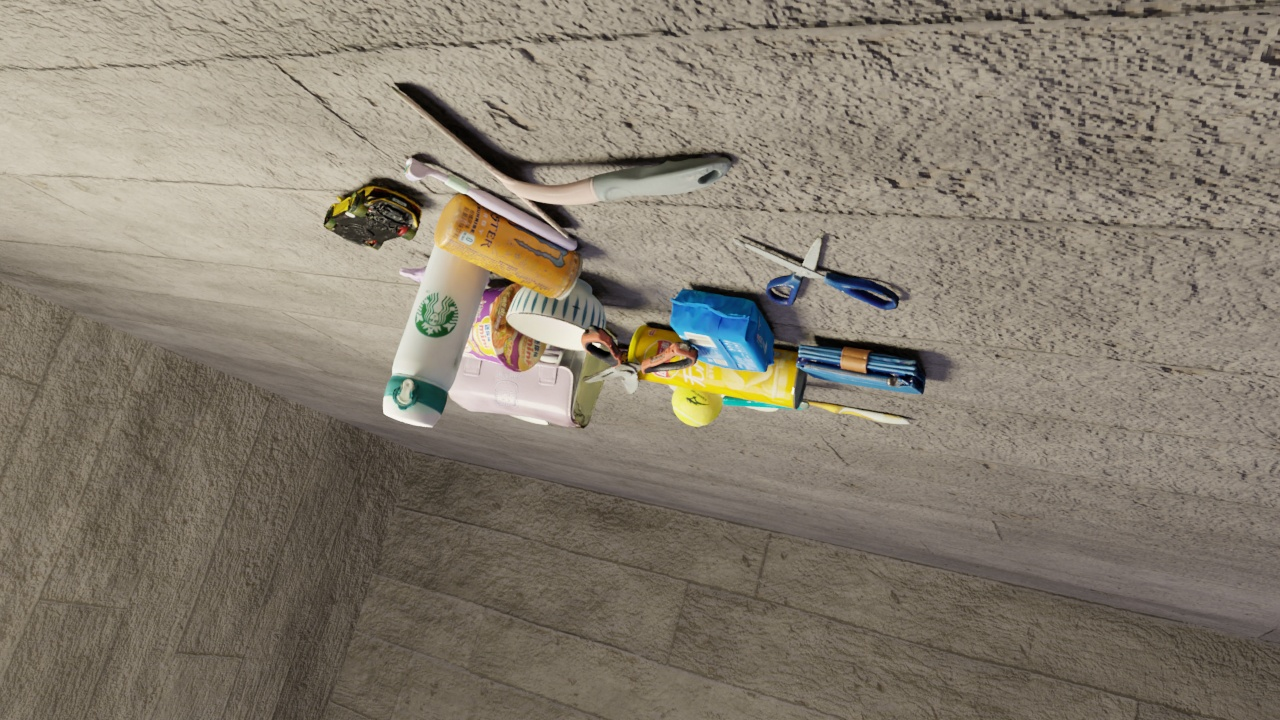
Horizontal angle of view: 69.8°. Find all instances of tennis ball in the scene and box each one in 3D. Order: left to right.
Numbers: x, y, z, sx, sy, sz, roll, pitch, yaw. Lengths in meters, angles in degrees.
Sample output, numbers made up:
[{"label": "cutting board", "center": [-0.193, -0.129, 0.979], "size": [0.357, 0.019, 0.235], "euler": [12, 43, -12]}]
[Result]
[{"label": "tennis ball", "center": [0.074, 0.053, 1.196], "size": [0.065, 0.065, 0.065], "euler": [15, 166, 4]}]

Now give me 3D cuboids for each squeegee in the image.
[{"label": "squeegee", "center": [-0.041, -0.147, 0.752], "size": [0.250, 0.040, 0.247], "euler": [6, 162, 32]}]

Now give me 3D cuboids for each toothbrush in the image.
[{"label": "toothbrush", "center": [-0.140, -0.147, 0.892], "size": [0.189, 0.021, 0.029], "euler": [23, -154, -32]}, {"label": "toothbrush", "center": [0.279, 0.072, 1.283], "size": [0.191, 0.018, 0.016], "euler": [10, 167, 22]}]

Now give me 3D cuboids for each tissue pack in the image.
[{"label": "tissue pack", "center": [0.095, -0.032, 1.016], "size": [0.095, 0.052, 0.157], "euler": [12, 165, 23]}]

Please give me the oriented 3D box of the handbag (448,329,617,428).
[{"label": "handbag", "center": [-0.150, 0.007, 1.241], "size": [0.197, 0.144, 0.098], "euler": [8, 167, 25]}]

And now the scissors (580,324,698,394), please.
[{"label": "scissors", "center": [-0.012, 0.004, 1.076], "size": [0.189, 0.015, 0.227], "euler": [1, 159, 24]}]

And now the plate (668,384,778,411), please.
[{"label": "plate", "center": [0.107, 0.023, 1.249], "size": [0.164, 0.034, 0.164], "euler": [11, 164, 19]}]

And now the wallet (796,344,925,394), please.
[{"label": "wallet", "center": [0.251, 0.010, 1.040], "size": [0.133, 0.040, 0.106], "euler": [9, 173, 25]}]

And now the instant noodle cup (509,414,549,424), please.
[{"label": "instant noodle cup", "center": [-0.154, 0.027, 1.361], "size": [0.112, 0.123, 0.112], "euler": [15, 166, 4]}]

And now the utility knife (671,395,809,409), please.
[{"label": "utility knife", "center": [0.132, 0.055, 1.241], "size": [0.223, 0.013, 0.029], "euler": [1, 162, 39]}]

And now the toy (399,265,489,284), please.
[{"label": "toy", "center": [-0.231, -0.103, 1.118], "size": [0.108, 0.039, 0.083], "euler": [3, 172, 42]}]

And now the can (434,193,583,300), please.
[{"label": "can", "center": [-0.134, -0.114, 0.935], "size": [0.146, 0.058, 0.058], "euler": [23, 164, -29]}]

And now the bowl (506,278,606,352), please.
[{"label": "bowl", "center": [-0.093, -0.061, 1.075], "size": [0.116, 0.066, 0.116], "euler": [14, 165, 4]}]

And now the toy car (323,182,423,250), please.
[{"label": "toy car", "center": [-0.290, -0.154, 0.983], "size": [0.071, 0.041, 0.156], "euler": [25, 161, -33]}]

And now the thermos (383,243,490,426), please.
[{"label": "thermos", "center": [-0.208, -0.041, 0.955], "size": [0.073, 0.224, 0.073], "euler": [15, 166, 4]}]

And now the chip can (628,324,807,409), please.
[{"label": "chip can", "center": [0.095, 0.007, 1.128], "size": [0.213, 0.072, 0.072], "euler": [10, 165, 19]}]

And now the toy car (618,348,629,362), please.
[{"label": "toy car", "center": [-0.060, -0.004, 1.305], "size": [0.122, 0.037, 0.056], "euler": [-3, 172, 1]}]

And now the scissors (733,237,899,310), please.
[{"label": "scissors", "center": [0.157, -0.078, 0.855], "size": [0.173, 0.012, 0.163], "euler": [20, 165, -15]}]

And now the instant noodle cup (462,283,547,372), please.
[{"label": "instant noodle cup", "center": [-0.185, -0.045, 1.148], "size": [0.099, 0.111, 0.111], "euler": [7, 163, 33]}]
